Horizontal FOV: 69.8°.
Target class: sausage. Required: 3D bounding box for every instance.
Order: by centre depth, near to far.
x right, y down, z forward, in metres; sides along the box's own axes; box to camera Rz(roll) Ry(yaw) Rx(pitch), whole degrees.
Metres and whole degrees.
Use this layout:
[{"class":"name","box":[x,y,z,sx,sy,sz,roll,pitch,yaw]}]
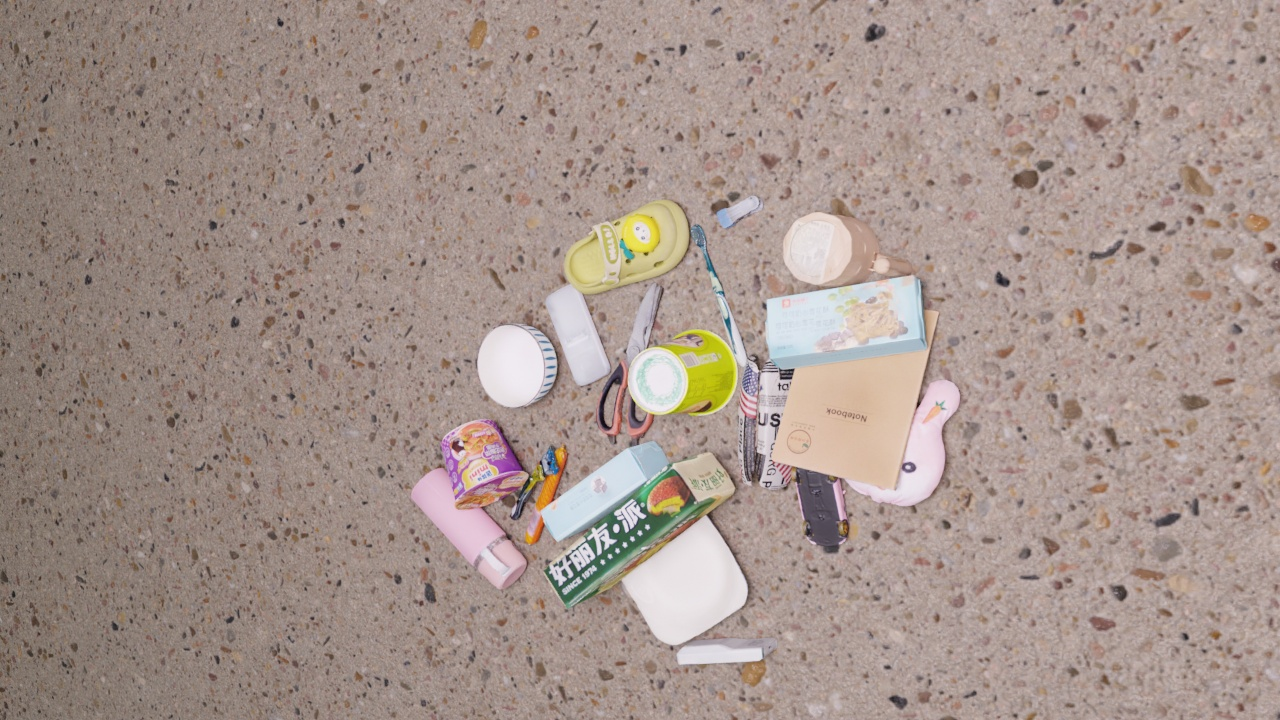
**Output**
[{"class":"sausage","box":[-0.133,0.192,1.298,0.021,0.021,0.165,27,106,24]}]

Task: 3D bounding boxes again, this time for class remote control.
[{"class":"remote control","box":[0.108,0.368,1.166,0.125,0.049,0.024,-13,85,29]},{"class":"remote control","box":[-0.085,-0.035,1.254,0.056,0.020,0.136,-26,81,27]}]

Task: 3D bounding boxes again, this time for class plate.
[{"class":"plate","box":[0.053,0.272,1.196,0.165,0.034,0.163,-38,76,25]}]

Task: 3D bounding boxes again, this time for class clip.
[{"class":"clip","box":[0.124,-0.184,1.130,0.058,0.038,0.026,-26,80,29]}]

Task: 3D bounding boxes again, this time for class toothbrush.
[{"class":"toothbrush","box":[0.098,-0.082,1.151,0.016,0.018,0.191,-22,83,28]}]

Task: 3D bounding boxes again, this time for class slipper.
[{"class":"slipper","box":[-0.028,-0.140,1.180,0.191,0.081,0.091,-21,87,29]}]

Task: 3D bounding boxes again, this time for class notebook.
[{"class":"notebook","box":[0.243,0.031,1.047,0.148,0.008,0.207,12,80,30]}]

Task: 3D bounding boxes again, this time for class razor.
[{"class":"razor","box":[-0.156,0.180,1.296,0.143,0.022,0.042,-56,37,34]}]

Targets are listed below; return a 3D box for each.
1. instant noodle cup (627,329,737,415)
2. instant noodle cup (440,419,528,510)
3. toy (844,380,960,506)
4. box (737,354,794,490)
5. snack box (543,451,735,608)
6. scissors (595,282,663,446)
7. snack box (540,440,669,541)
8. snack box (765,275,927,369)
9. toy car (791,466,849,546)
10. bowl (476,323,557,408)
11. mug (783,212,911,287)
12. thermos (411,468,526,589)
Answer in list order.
[{"class":"instant noodle cup","box":[0.045,0.020,1.128,0.112,0.123,0.112,3,96,28]},{"class":"instant noodle cup","box":[-0.228,0.144,1.303,0.112,0.111,0.099,-35,70,26]},{"class":"toy","box":[0.293,0.085,1.042,0.121,0.054,0.159,24,98,28]},{"class":"box","box":[0.143,0.073,1.121,0.087,0.076,0.163,12,103,47]},{"class":"snack box","box":[-0.002,0.210,1.137,0.241,0.114,0.063,-42,73,24]},{"class":"scissors","box":[0.003,0.008,1.213,0.209,0.015,0.185,-38,75,26]},{"class":"snack box","box":[-0.046,0.173,1.219,0.175,0.074,0.051,-38,75,26]},{"class":"snack box","box":[0.231,-0.041,1.039,0.175,0.051,0.074,-8,72,24]},{"class":"toy car","box":[0.216,0.163,1.098,0.056,0.037,0.122,-5,104,32]},{"class":"bowl","box":[-0.162,0.005,1.273,0.117,0.066,0.116,3,96,29]},{"class":"mug","box":[0.231,-0.117,1.026,0.125,0.103,0.084,21,103,26]},{"class":"thermos","box":[-0.251,0.243,1.332,0.067,0.087,0.198,-45,69,-6]}]
